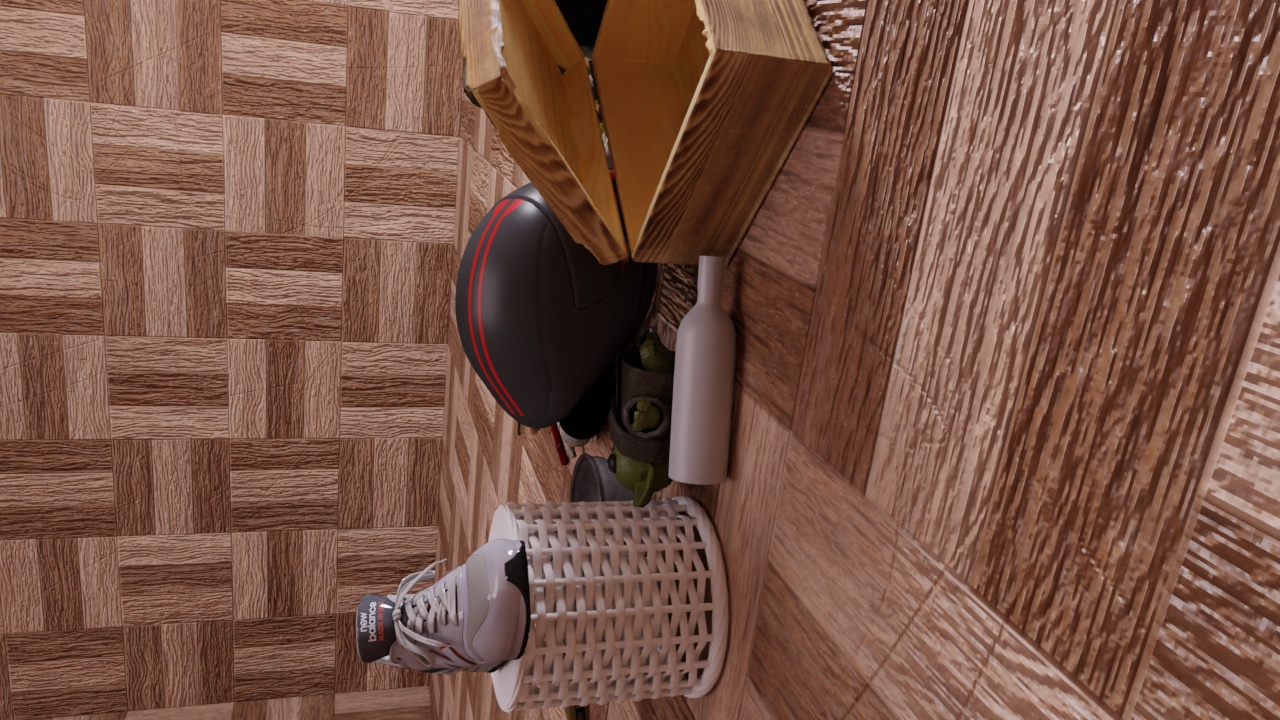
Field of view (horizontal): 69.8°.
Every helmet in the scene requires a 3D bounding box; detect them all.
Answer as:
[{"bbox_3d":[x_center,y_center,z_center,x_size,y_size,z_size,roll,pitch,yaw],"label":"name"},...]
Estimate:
[{"bbox_3d":[-0.093,-0.066,0.888,0.164,0.169,0.264,8,93,41],"label":"helmet"}]

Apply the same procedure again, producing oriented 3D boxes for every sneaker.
[{"bbox_3d":[-0.167,0.214,0.750,0.240,0.124,0.088,118,148,-55],"label":"sneaker"}]

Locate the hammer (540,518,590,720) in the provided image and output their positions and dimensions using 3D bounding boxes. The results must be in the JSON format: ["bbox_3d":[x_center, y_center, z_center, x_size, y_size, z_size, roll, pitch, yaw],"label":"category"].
[{"bbox_3d":[-0.074,0.322,0.983,0.025,0.117,0.333,-153,55,-69],"label":"hammer"}]

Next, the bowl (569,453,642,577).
[{"bbox_3d":[-0.032,0.177,1.039,0.145,0.067,0.145,-179,91,-72],"label":"bowl"}]

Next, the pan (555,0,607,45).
[{"bbox_3d":[-0.077,-0.406,0.807,0.199,0.356,0.021,-31,56,21],"label":"pan"}]

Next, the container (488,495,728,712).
[{"bbox_3d":[-0.039,0.225,0.862,0.189,0.186,0.189,-179,91,-72],"label":"container"}]

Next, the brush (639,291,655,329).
[{"bbox_3d":[-0.050,-0.065,1.125,0.272,0.056,0.083,157,118,-69],"label":"brush"}]

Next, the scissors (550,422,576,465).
[{"bbox_3d":[-0.127,0.074,1.351,0.179,0.015,0.195,-128,28,-55],"label":"scissors"}]

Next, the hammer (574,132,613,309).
[{"bbox_3d":[-0.061,-0.106,1.024,0.158,0.037,0.300,-177,100,-70],"label":"hammer"}]

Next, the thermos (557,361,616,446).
[{"bbox_3d":[-0.067,0.052,1.153,0.232,0.061,0.061,113,152,-58],"label":"thermos"}]

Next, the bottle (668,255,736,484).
[{"bbox_3d":[0.056,0.007,0.801,0.052,0.052,0.195,-157,69,-71],"label":"bottle"}]

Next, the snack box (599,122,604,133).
[{"bbox_3d":[-0.060,-0.215,1.191,0.122,0.045,0.180,117,146,-50],"label":"snack box"}]

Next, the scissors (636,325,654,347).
[{"bbox_3d":[-0.006,0.018,1.056,0.158,0.012,0.168,111,155,-45],"label":"scissors"}]

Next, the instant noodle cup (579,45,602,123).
[{"bbox_3d":[-0.069,-0.371,1.104,0.138,0.137,0.112,124,153,-60],"label":"instant noodle cup"}]

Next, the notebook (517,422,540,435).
[{"bbox_3d":[-0.111,-0.037,1.082,0.167,0.024,0.225,-62,-23,-80],"label":"notebook"}]

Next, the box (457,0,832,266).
[{"bbox_3d":[-0.037,-0.248,0.784,0.270,0.263,0.278,113,150,-53],"label":"box"}]

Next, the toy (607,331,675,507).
[{"bbox_3d":[0.009,0.053,0.882,0.179,0.078,0.153,-64,-17,-74],"label":"toy"}]
